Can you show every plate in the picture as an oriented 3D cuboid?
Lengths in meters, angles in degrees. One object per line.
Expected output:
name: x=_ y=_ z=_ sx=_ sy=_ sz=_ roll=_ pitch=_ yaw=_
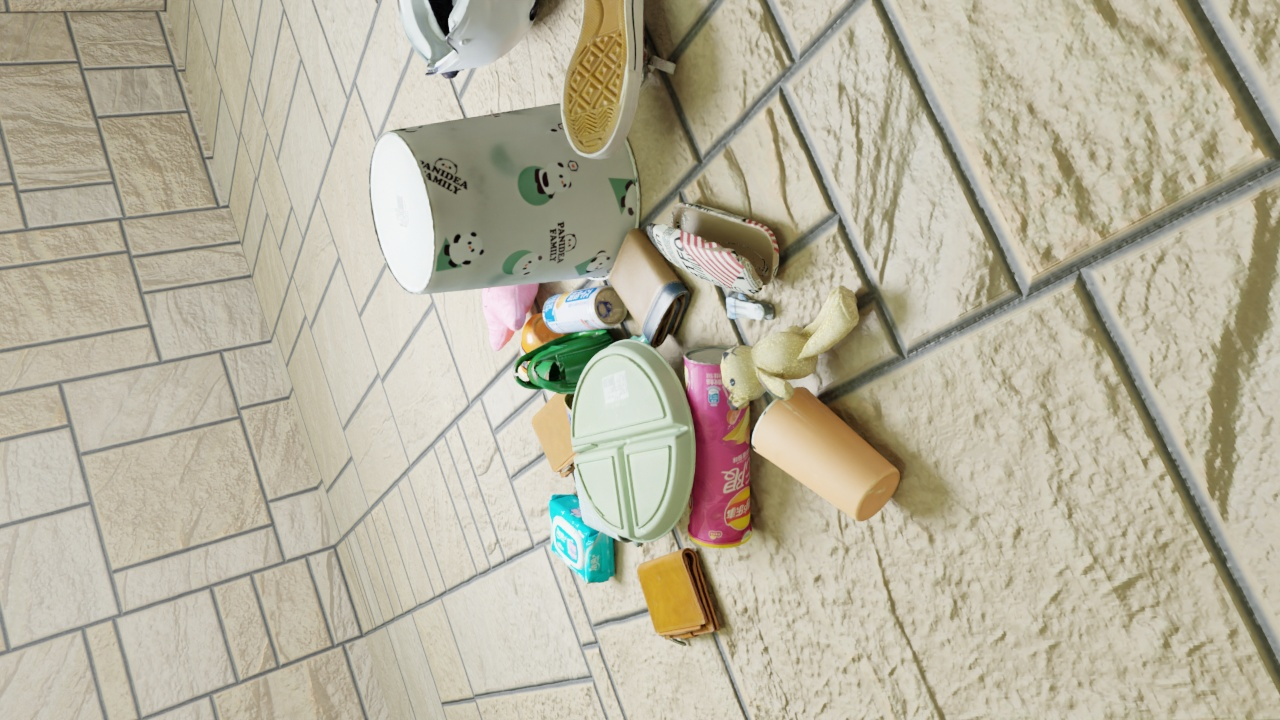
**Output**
plate: x=-0.017 y=0.091 z=1.029 sx=0.231 sy=0.027 sz=0.230 roll=7 pitch=99 yaw=54

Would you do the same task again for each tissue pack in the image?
tissue pack: x=-0.089 y=0.257 z=1.331 sx=0.133 sy=0.050 sz=0.093 roll=28 pitch=126 yaw=50

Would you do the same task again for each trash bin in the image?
trash bin: x=-0.167 y=-0.187 z=1.085 sx=0.230 sy=0.251 sz=0.230 roll=28 pitch=125 yaw=48

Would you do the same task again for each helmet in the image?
helmet: x=-0.206 y=-0.473 z=1.131 sx=0.259 sy=0.145 sz=0.229 roll=6 pitch=106 yaw=64

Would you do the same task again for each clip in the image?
clip: x=0.112 y=-0.053 z=0.934 sx=0.058 sy=0.038 sz=0.026 roll=18 pitch=115 yaw=55

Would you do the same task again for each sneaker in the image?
sneaker: x=-0.021 y=-0.323 z=0.965 sx=0.118 sy=0.087 sz=0.241 roll=0 pitch=82 yaw=34

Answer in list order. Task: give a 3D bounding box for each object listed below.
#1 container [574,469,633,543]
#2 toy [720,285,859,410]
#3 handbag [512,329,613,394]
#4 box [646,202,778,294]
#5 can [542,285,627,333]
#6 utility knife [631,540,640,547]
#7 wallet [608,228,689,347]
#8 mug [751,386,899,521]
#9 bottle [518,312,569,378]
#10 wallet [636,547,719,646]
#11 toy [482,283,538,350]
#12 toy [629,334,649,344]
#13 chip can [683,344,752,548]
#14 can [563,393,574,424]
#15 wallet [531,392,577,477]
container: x=-0.023 y=0.169 z=1.163 sx=0.112 sy=0.090 sz=0.090 roll=2 pitch=104 yaw=60
toy: x=0.136 y=-0.013 z=0.840 sx=0.158 sy=0.066 sz=0.104 roll=-38 pitch=25 yaw=34
handbag: x=-0.094 y=0.004 z=1.168 sx=0.131 sy=0.120 sz=0.068 roll=7 pitch=109 yaw=66
box: x=0.081 y=-0.119 z=0.935 sx=0.163 sy=0.082 sz=0.075 roll=25 pitch=157 yaw=49
can: x=-0.072 y=-0.064 z=1.173 sx=0.135 sy=0.053 sz=0.053 roll=-3 pitch=100 yaw=57
utility knife: x=-0.042 y=0.185 z=1.246 sx=0.157 sy=0.013 sz=0.029 roll=56 pitch=139 yaw=11
wallet: x=0.008 y=-0.084 z=1.066 sx=0.115 sy=0.033 sz=0.090 roll=55 pitch=140 yaw=30
mug: x=0.173 y=0.089 z=0.848 sx=0.123 sy=0.078 sz=0.078 roll=41 pitch=134 yaw=36
bottle: x=-0.146 y=-0.012 z=1.305 sx=0.066 sy=0.066 sz=0.150 roll=65 pitch=153 yaw=16
wallet: x=0.046 y=0.305 z=1.159 sx=0.131 sy=0.035 sz=0.119 roll=-37 pitch=71 yaw=57
toy: x=-0.188 y=-0.109 z=1.311 sx=0.195 sy=0.074 sz=0.178 roll=152 pitch=124 yaw=-69
toy: x=-0.007 y=0.007 z=1.111 sx=0.097 sy=0.030 sz=0.091 roll=-46 pitch=43 yaw=41
chip can: x=0.083 y=0.092 z=0.984 sx=0.071 sy=0.071 sz=0.211 roll=21 pitch=120 yaw=52
can: x=-0.040 y=0.078 z=1.160 sx=0.148 sy=0.074 sz=0.049 roll=27 pitch=136 yaw=49
wallet: x=-0.105 y=0.101 z=1.309 sx=0.132 sy=0.031 sz=0.107 roll=-44 pitch=67 yaw=50
